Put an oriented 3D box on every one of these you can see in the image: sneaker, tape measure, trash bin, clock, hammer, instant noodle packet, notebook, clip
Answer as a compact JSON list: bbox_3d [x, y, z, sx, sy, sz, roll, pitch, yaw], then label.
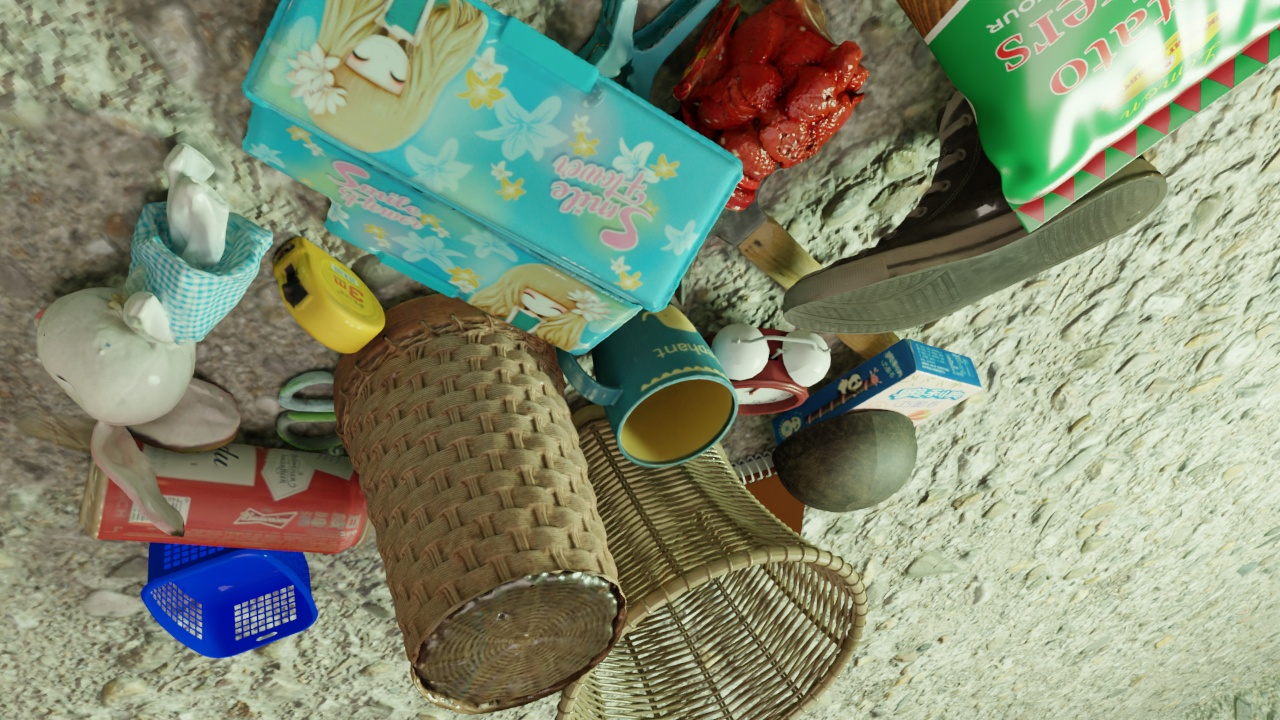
[{"bbox_3d":[0.192,-0.102,0.597,0.235,0.119,0.095,-28,152,21],"label":"sneaker"},{"bbox_3d":[-0.177,-0.031,0.529,0.030,0.059,0.068,-38,137,12],"label":"tape measure"},{"bbox_3d":[-0.095,0.078,0.550,0.151,0.210,0.151,-14,134,-15],"label":"trash bin"},{"bbox_3d":[0.084,0.006,0.669,0.087,0.044,0.125,6,161,-15],"label":"clock"},{"bbox_3d":[0.141,-0.043,0.692,0.132,0.033,0.330,-42,136,16],"label":"hammer"},{"bbox_3d":[0.220,-0.223,0.471,0.196,0.090,0.253,-37,106,13],"label":"instant noodle packet"},{"bbox_3d":[0.057,0.160,0.865,0.209,0.022,0.172,-16,139,-10],"label":"notebook"},{"bbox_3d":[0.004,-0.165,0.508,0.113,0.028,0.127,22,119,-38],"label":"clip"}]

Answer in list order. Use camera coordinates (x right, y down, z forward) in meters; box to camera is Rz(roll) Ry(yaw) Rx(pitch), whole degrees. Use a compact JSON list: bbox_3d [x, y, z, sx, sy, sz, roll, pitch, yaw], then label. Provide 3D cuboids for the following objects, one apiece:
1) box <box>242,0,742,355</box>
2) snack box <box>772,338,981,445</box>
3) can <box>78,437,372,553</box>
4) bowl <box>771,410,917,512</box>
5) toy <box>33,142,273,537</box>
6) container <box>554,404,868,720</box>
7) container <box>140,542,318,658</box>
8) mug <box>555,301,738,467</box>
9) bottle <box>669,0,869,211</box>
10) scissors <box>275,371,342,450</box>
[{"bbox_3d":[-0.086,-0.088,0.472,0.227,0.073,0.181,27,125,-18],"label":"box"},{"bbox_3d":[0.194,0.037,0.765,0.087,0.033,0.155,12,145,-35],"label":"snack box"},{"bbox_3d":[-0.262,0.088,0.595,0.170,0.067,0.067,12,127,-29],"label":"can"},{"bbox_3d":[0.175,0.094,0.764,0.121,0.056,0.121,-8,152,-5],"label":"bowl"},{"bbox_3d":[-0.262,-0.018,0.481,0.105,0.131,0.206,14,120,-16],"label":"toy"},{"bbox_3d":[0.015,0.157,0.676,0.226,0.196,0.227,-14,129,-18],"label":"container"},{"bbox_3d":[-0.294,0.155,0.663,0.096,0.058,0.114,-19,138,-7],"label":"container"},{"bbox_3d":[-0.004,0.004,0.614,0.112,0.104,0.085,11,127,-31],"label":"mug"},{"bbox_3d":[0.065,-0.150,0.509,0.099,0.098,0.111,23,126,-40],"label":"bottle"},{"bbox_3d":[-0.163,0.037,0.642,0.175,0.033,0.072,6,126,-25],"label":"scissors"}]
